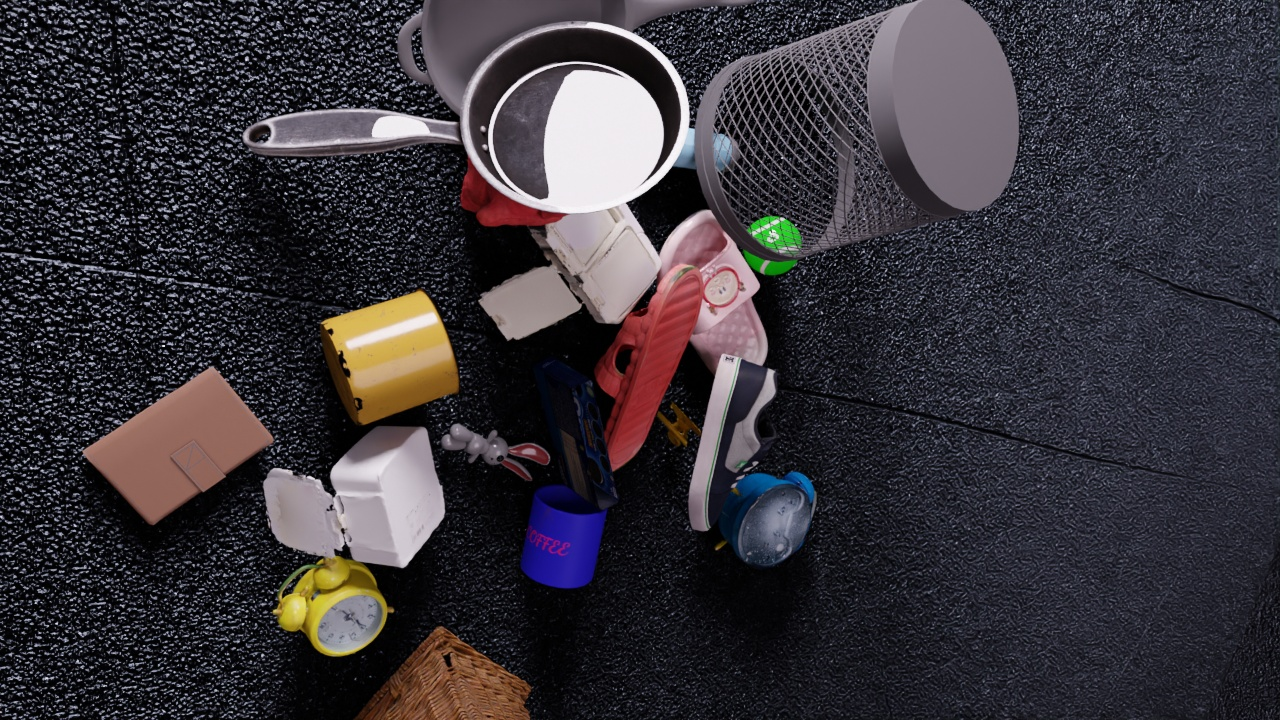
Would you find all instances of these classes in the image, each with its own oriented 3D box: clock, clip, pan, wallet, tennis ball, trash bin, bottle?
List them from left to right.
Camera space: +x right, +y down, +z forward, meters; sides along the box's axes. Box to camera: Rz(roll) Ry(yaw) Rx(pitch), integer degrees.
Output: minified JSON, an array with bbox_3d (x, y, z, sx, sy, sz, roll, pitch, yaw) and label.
[{"bbox_3d":[-0.389,0.073,0.780,0.120,0.013,0.087,-37,119,-16],"label":"wallet"},{"bbox_3d":[-0.295,0.230,0.874,0.083,0.057,0.119,-47,133,-9],"label":"clock"},{"bbox_3d":[-0.138,-0.191,0.757,0.357,0.055,0.187,-8,70,-3],"label":"pan"},{"bbox_3d":[-0.042,-0.308,0.818,0.354,0.024,0.217,-18,134,-19],"label":"pan"},{"bbox_3d":[0.041,0.081,1.051,0.044,0.054,0.049,-13,141,-50],"label":"clip"},{"bbox_3d":[0.049,-0.217,0.940,0.129,0.040,0.040,0,108,-33],"label":"bottle"},{"bbox_3d":[0.147,-0.128,1.022,0.065,0.065,0.065,-12,114,-29],"label":"tennis ball"},{"bbox_3d":[0.169,0.200,1.169,0.161,0.060,0.117,3,105,-36],"label":"clock"},{"bbox_3d":[0.209,-0.218,0.887,0.217,0.228,0.217,2,86,-37],"label":"trash bin"}]

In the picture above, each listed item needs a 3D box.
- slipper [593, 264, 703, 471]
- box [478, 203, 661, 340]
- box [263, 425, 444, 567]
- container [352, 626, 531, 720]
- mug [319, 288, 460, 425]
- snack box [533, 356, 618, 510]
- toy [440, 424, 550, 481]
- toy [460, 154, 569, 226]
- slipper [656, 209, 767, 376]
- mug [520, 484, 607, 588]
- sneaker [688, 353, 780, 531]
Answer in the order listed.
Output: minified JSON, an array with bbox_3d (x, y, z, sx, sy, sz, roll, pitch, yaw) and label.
[{"bbox_3d":[-0.006,0.006,0.968,0.103,0.059,0.249,-24,140,-54],"label":"slipper"},{"bbox_3d":[-0.050,-0.079,0.880,0.186,0.070,0.143,-56,130,-23],"label":"box"},{"bbox_3d":[-0.273,0.129,0.851,0.120,0.137,0.109,-57,143,-59],"label":"box"},{"bbox_3d":[-0.210,0.444,0.933,0.249,0.183,0.162,-49,125,-8],"label":"container"},{"bbox_3d":[-0.225,0.004,0.817,0.094,0.100,0.124,-21,159,-24],"label":"mug"},{"bbox_3d":[-0.067,0.076,0.951,0.027,0.082,0.150,-24,121,-26],"label":"snack box"},{"bbox_3d":[-0.149,0.092,0.935,0.111,0.030,0.049,24,122,-35],"label":"toy"},{"bbox_3d":[-0.105,-0.163,0.800,0.087,0.133,0.094,-18,124,-40],"label":"toy"},{"bbox_3d":[0.086,-0.062,1.015,0.106,0.056,0.222,-37,125,-14],"label":"slipper"},{"bbox_3d":[-0.074,0.186,0.998,0.111,0.079,0.083,-13,118,-60],"label":"mug"},{"bbox_3d":[0.107,0.107,1.046,0.079,0.084,0.236,14,121,7],"label":"sneaker"}]
